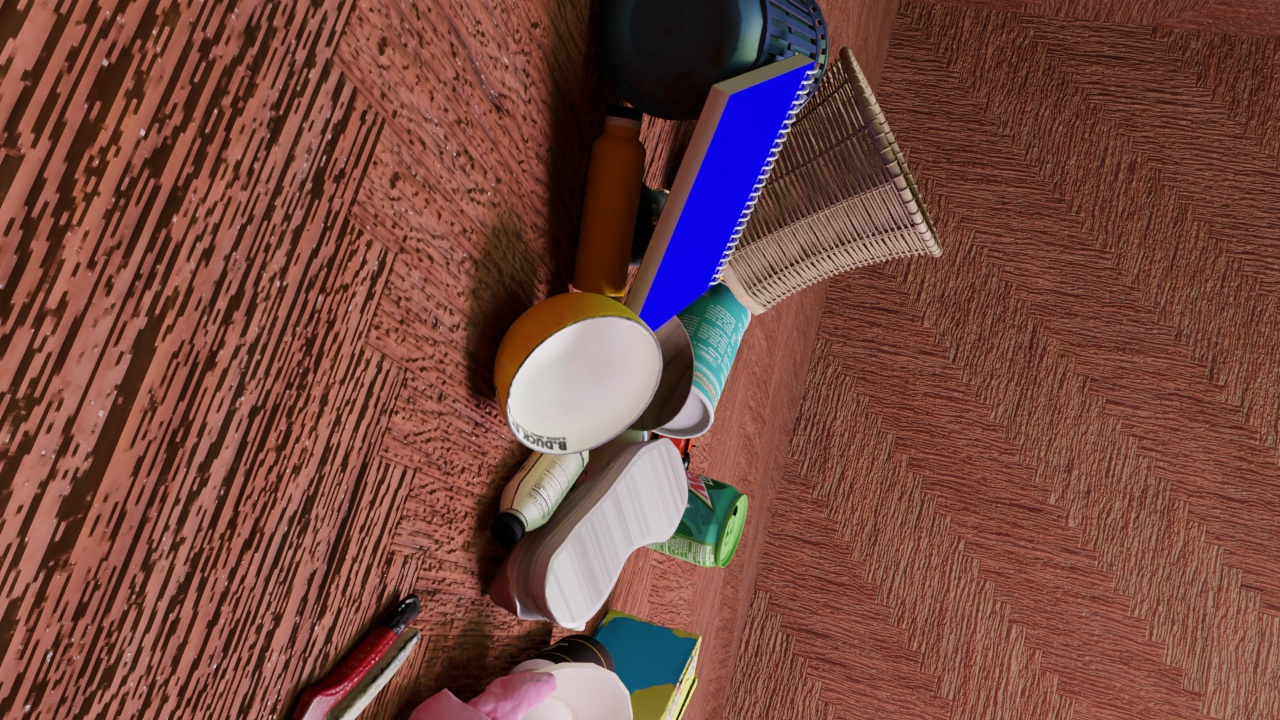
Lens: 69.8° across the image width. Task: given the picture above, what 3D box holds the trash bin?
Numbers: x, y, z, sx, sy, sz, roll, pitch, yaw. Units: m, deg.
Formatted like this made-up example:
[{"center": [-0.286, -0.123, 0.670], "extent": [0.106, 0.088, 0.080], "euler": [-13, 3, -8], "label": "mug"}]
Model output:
[{"center": [0.064, -0.260, 0.746], "extent": [0.249, 0.139, 0.139], "euler": [-34, 135, -66], "label": "trash bin"}]

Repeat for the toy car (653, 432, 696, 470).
[{"center": [0.042, 0.091, 1.107], "extent": [0.048, 0.051, 0.100], "euler": [24, 79, -72], "label": "toy car"}]

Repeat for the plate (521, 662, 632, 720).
[{"center": [-0.091, 0.311, 0.717], "extent": [0.188, 0.027, 0.189], "euler": [-16, 120, -30], "label": "plate"}]

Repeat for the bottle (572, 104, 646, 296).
[{"center": [-0.023, -0.125, 0.718], "extent": [0.043, 0.043, 0.144], "euler": [-29, 130, -70], "label": "bottle"}]

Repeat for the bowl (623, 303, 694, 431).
[{"center": [-0.005, 0.005, 0.843], "extent": [0.119, 0.032, 0.119], "euler": [2, 87, -39], "label": "bowl"}]

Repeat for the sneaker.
[{"center": [-0.044, 0.135, 0.768], "extent": [0.235, 0.090, 0.099], "euler": [-35, 116, -54], "label": "sneaker"}]

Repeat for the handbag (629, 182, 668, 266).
[{"center": [0.005, -0.119, 0.807], "extent": [0.128, 0.054, 0.079], "euler": [-10, 108, -71], "label": "handbag"}]

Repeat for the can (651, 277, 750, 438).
[{"center": [0.048, -0.006, 0.957], "extent": [0.099, 0.099, 0.143], "euler": [84, 24, -49], "label": "can"}]

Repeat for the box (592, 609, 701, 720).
[{"center": [-0.019, 0.365, 0.986], "extent": [0.220, 0.124, 0.079], "euler": [-39, 140, -69], "label": "box"}]

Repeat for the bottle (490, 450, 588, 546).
[{"center": [-0.079, 0.098, 0.702], "extent": [0.115, 0.041, 0.041], "euler": [-54, 152, -55], "label": "bottle"}]

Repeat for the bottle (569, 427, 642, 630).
[{"center": [-0.043, 0.153, 0.853], "extent": [0.052, 0.052, 0.195], "euler": [2, 100, -74], "label": "bottle"}]

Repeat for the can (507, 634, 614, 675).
[{"center": [-0.072, 0.293, 0.824], "extent": [0.128, 0.072, 0.072], "euler": [20, 83, -74], "label": "can"}]

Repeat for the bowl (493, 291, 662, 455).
[{"center": [-0.051, 0.001, 0.639], "extent": [0.117, 0.067, 0.117], "euler": [-18, 133, -21], "label": "bowl"}]

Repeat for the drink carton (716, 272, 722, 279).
[{"center": [0.076, -0.101, 1.090], "extent": [0.058, 0.043, 0.135], "euler": [-33, 134, -70], "label": "drink carton"}]

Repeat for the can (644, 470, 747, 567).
[{"center": [0.025, 0.145, 0.902], "extent": [0.083, 0.144, 0.083], "euler": [16, 89, -69], "label": "can"}]

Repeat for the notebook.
[{"center": [0.055, -0.119, 0.687], "extent": [0.171, 0.022, 0.210], "euler": [-39, 158, -52], "label": "notebook"}]

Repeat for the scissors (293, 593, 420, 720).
[{"center": [-0.173, 0.191, 0.492], "extent": [0.188, 0.015, 0.140], "euler": [35, 70, -73], "label": "scissors"}]

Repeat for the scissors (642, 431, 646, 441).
[{"center": [-0.011, 0.095, 0.996], "extent": [0.117, 0.015, 0.139], "euler": [-61, 160, -44], "label": "scissors"}]

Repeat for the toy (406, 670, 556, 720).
[{"center": [-0.082, 0.284, 0.634], "extent": [0.265, 0.187, 0.127], "euler": [20, 53, -41], "label": "toy"}]

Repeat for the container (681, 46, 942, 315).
[{"center": [0.174, -0.172, 0.954], "extent": [0.227, 0.196, 0.226], "euler": [49, 27, -36], "label": "container"}]
